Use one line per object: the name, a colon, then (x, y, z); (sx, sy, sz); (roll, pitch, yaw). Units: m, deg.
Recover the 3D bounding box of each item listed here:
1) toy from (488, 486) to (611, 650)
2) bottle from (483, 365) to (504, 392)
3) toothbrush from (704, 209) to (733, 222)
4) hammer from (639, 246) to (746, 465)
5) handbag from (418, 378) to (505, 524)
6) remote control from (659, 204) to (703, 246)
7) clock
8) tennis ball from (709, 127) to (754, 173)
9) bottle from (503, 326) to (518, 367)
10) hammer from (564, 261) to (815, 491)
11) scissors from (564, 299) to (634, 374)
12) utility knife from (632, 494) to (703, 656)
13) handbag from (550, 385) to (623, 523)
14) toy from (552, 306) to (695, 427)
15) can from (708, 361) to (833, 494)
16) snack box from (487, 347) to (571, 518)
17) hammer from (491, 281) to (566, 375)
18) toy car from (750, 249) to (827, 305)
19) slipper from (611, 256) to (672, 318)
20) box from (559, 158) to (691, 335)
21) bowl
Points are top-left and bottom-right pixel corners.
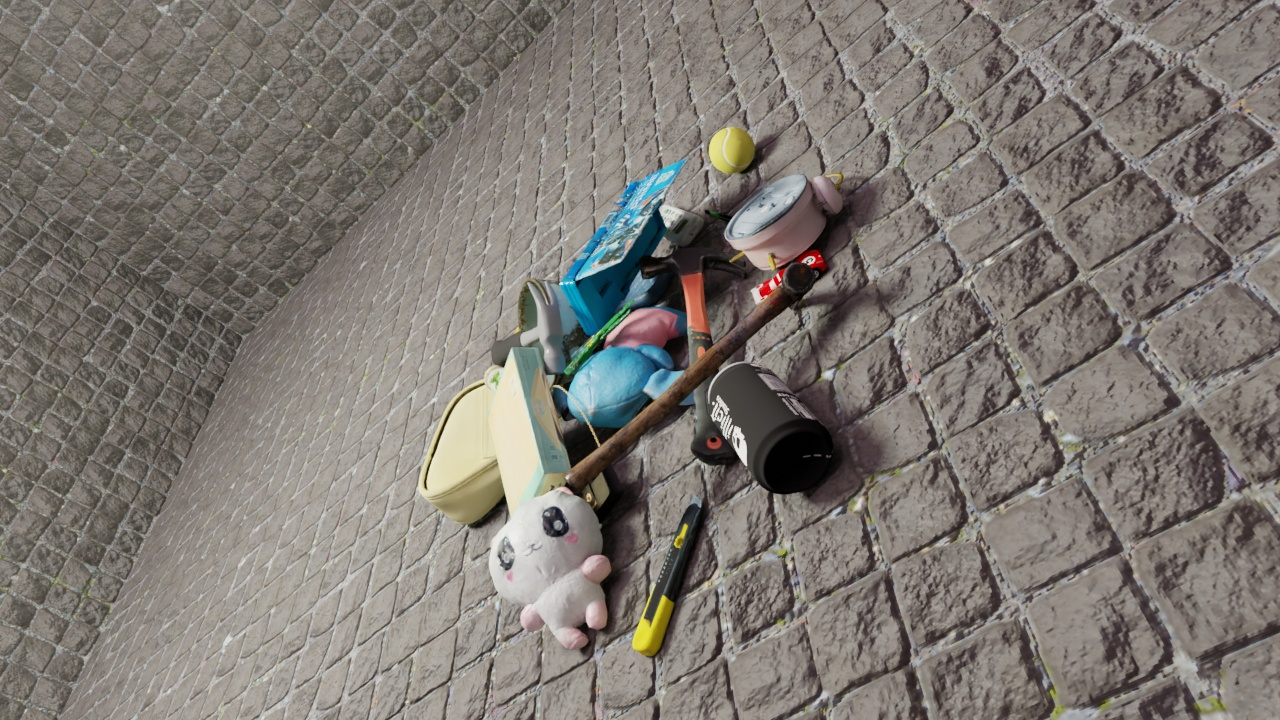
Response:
toy: (-0.092, 0.232, 1.009); (0.139, 0.101, 0.179); (-36, 49, 3)
bottle: (-0.181, 0.037, 1.310); (0.110, 0.042, 0.042); (23, 75, 43)
toothbrush: (0.132, -0.190, 1.244); (0.017, 0.014, 0.188); (-40, 28, -7)
hammer: (0.071, -0.016, 1.069); (0.133, 0.033, 0.332); (-7, 48, 4)
handbag: (-0.221, 0.120, 1.339); (0.191, 0.088, 0.232); (-25, 35, 13)
remote control: (0.052, -0.199, 1.360); (0.050, 0.022, 0.133); (-51, 28, 0)
clock: (0.176, -0.175, 1.093); (0.157, 0.059, 0.117); (-45, 21, -9)
tennis ball: (0.131, -0.302, 1.319); (0.065, 0.065, 0.065); (-36, 32, 27)
bottle: (-0.186, -0.026, 1.477); (0.072, 0.048, 0.134); (-4, 53, 54)
hammer: (0.052, 0.023, 0.974); (0.330, 0.033, 0.120); (-41, -9, -5)
scissors: (-0.050, -0.031, 1.150); (0.131, 0.012, 0.112); (-47, 10, -5)
utility knife: (0.032, 0.211, 0.921); (0.029, 0.020, 0.173); (-12, 46, 47)
handbag: (-0.077, 0.103, 1.093); (0.084, 0.027, 0.178); (-56, 48, 40)
toy: (-0.007, 0.007, 1.147); (0.225, 0.099, 0.190); (-10, 37, 41)
can: (0.123, 0.063, 0.894); (0.080, 0.080, 0.146); (-47, 29, 8)
snack box: (-0.145, 0.101, 1.155); (0.142, 0.044, 0.193); (117, 143, -44)
hammer: (-0.168, -0.030, 1.297); (0.311, 0.029, 0.125); (165, 99, -67)
toy car: (0.172, -0.094, 1.061); (0.090, 0.025, 0.038); (-40, 30, 21)
slipper: (-0.037, -0.107, 1.347); (0.214, 0.059, 0.103); (-8, 52, 49)
box: (-0.003, -0.155, 1.222); (0.114, 0.114, 0.242); (-3, 40, 32)
bowl: (-0.106, -0.043, 1.310); (0.160, 0.093, 0.160); (34, 129, 57)
